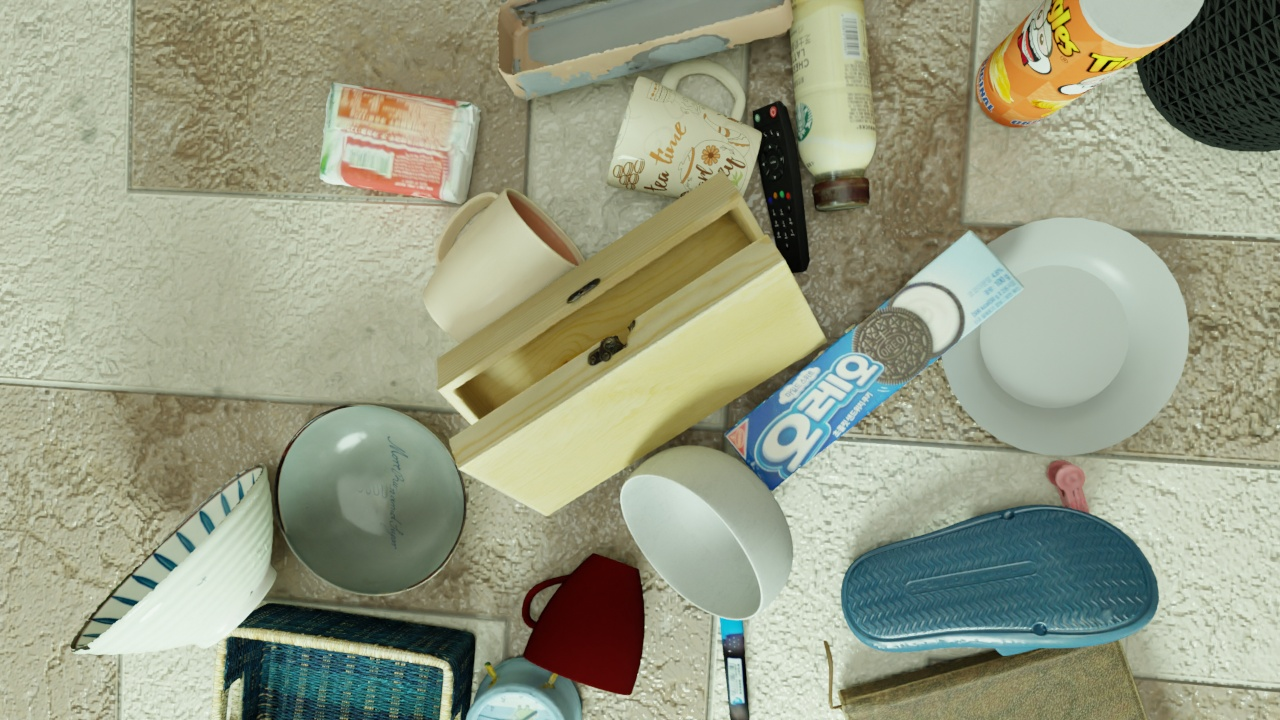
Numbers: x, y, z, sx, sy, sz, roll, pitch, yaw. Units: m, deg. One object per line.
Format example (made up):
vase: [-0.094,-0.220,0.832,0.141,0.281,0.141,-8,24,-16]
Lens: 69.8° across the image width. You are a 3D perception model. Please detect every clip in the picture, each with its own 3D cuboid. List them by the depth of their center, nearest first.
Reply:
clip: [0.320,0.102,0.674,0.022,0.038,0.059,-20,95,3]

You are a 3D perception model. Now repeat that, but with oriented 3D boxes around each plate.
plate: [0.308,-0.017,0.676,0.173,0.019,0.173,0,93,6]

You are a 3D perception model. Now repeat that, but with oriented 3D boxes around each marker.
marker: [0.074,0.232,0.718,0.018,0.015,0.123,-4,95,10]

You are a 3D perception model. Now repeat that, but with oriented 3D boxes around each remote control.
remote control: [0.106,-0.127,0.684,0.010,0.039,0.125,-14,98,-25]

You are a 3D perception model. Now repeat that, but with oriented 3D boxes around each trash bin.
trash bin: [0.427,-0.225,0.539,0.217,0.243,0.217,0,93,6]

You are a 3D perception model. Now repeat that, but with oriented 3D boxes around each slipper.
slipper: [0.254,0.164,0.667,0.214,0.059,0.103,-12,57,19]

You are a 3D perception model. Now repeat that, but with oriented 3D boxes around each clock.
clock: [-0.093,0.297,0.720,0.089,0.051,0.124,4,95,4]

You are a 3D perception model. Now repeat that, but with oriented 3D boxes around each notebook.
notebook: [0.262,0.275,0.690,0.215,0.034,0.190,-18,91,6]

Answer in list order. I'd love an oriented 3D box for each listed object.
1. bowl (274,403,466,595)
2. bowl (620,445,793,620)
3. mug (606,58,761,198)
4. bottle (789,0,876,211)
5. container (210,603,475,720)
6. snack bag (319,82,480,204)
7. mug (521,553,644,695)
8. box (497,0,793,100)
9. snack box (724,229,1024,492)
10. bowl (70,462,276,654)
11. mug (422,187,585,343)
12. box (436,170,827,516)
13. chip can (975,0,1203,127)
bowl: [-0.203,0.104,0.718,0.151,0.056,0.151,0,94,6]
bowl: [0.055,0.117,0.666,0.064,0.132,0.132,-38,89,-32]
mug: [0.039,-0.172,0.679,0.097,0.081,0.121,17,68,-2]
bottle: [0.140,-0.191,0.665,0.056,0.056,0.162,-5,93,6]
container: [-0.232,0.279,0.723,0.187,0.071,0.145,6,94,6]
snack bag: [-0.186,-0.168,0.711,0.116,0.036,0.077,10,93,6]
mug: [-0.044,0.193,0.704,0.114,0.087,0.088,10,74,36]
box: [-0.005,-0.286,0.667,0.217,0.058,0.153,-10,72,14]
snack box: [0.164,0.002,0.661,0.227,0.059,0.059,-41,83,14]
bowl: [-0.327,0.165,0.690,0.177,0.177,0.071,-39,108,6]
mug: [-0.114,-0.074,0.694,0.104,0.085,0.111,-43,60,12]
box: [-0.002,0.007,0.642,0.249,0.122,0.140,-32,121,8]
chip can: [0.268,-0.198,0.574,0.062,0.210,0.062,0,93,6]
